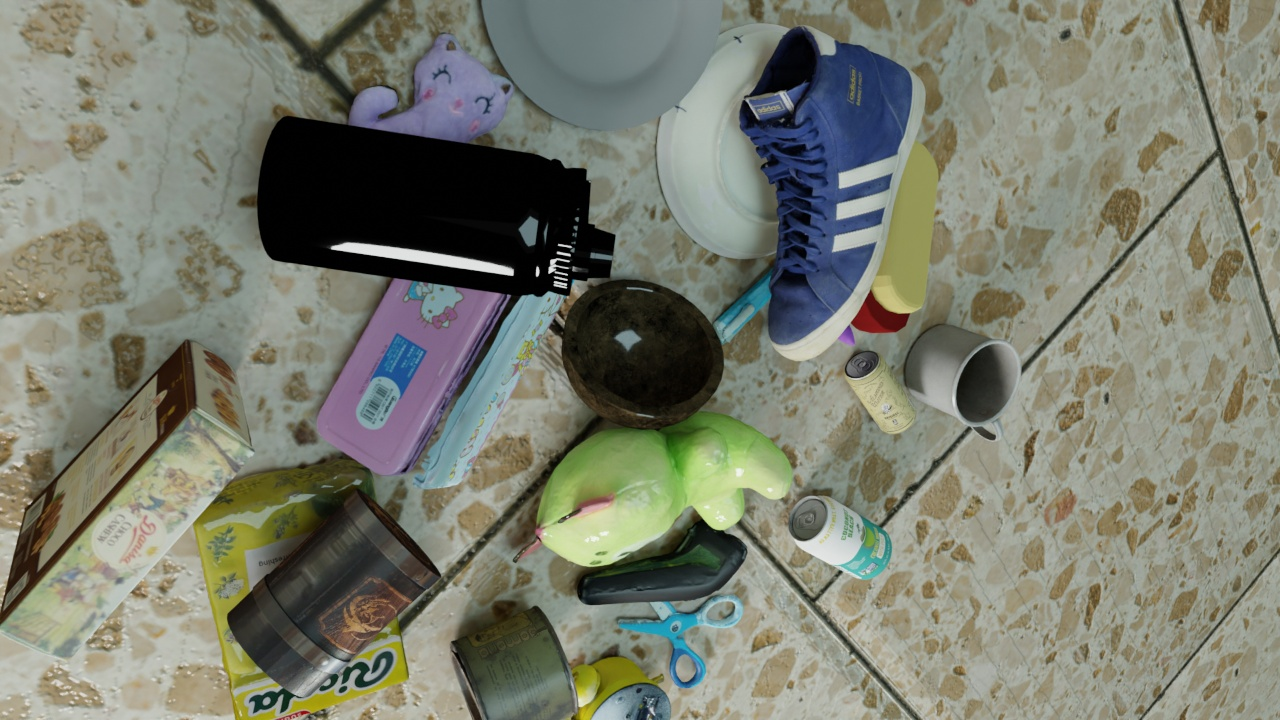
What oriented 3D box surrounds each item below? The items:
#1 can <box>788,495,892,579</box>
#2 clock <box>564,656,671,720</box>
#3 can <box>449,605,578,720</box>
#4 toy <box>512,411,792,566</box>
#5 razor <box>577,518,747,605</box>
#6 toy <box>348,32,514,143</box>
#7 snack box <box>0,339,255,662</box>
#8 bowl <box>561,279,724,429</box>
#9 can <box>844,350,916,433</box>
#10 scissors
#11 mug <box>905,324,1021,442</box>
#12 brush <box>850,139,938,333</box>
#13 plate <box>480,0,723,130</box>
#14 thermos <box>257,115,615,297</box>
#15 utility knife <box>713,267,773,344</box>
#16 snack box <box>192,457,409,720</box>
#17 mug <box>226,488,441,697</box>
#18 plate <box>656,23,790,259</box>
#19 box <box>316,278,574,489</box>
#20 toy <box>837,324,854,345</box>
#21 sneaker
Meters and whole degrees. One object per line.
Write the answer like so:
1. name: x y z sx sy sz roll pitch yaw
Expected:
1. can: 0.189 0.167 0.866 0.101 0.055 0.055 32 90 -32
2. clock: -0.031 0.303 0.794 0.118 0.057 0.083 10 103 -31
3. can: -0.101 0.249 0.719 0.074 0.090 0.090 -18 115 -22
4. toy: 0.005 0.096 0.714 0.196 0.151 0.107 -1 65 -25
5. razor: 0.018 0.177 0.789 0.151 0.054 0.067 -6 82 -18
6. toy: -0.136 -0.160 0.591 0.080 0.036 0.099 36 89 -23
7. snack box: -0.290 0.070 0.524 0.147 0.143 0.041 -49 121 -6
8. bowl: -0.004 0.004 0.687 0.121 0.121 0.056 -10 150 -25
9. can: 0.221 0.029 0.846 0.038 0.038 0.079 -45 122 -8
10. scissors: 0.030 0.253 0.837 0.139 0.013 0.118 12 99 -33
11. mug: 0.308 0.024 0.871 0.084 0.070 0.113 -31 119 -16
12. brush: 0.206 -0.109 0.749 0.082 0.042 0.173 21 74 -45
13. plate: -0.024 -0.250 0.630 0.178 0.012 0.178 -7 108 -23
14. thermos: -0.114 -0.088 0.551 0.198 0.086 0.086 8 104 -3
15. utility knife: 0.124 -0.076 0.771 0.167 0.015 0.022 -43 122 -7
16. snack box: -0.235 0.163 0.643 0.121 0.045 0.181 -12 113 -25
17. mug: -0.191 0.158 0.604 0.107 0.080 0.116 -43 147 -12
18. plate: 0.100 -0.166 0.716 0.182 0.034 0.182 -9 111 -25
19. box: -0.127 -0.020 0.650 0.090 0.091 0.214 30 92 10
20. toy: 0.161 -0.055 0.773 0.106 0.056 0.088 5 95 -50
21. sneaker: 0.115 -0.123 0.662 0.118 0.091 0.233 18 97 -36
